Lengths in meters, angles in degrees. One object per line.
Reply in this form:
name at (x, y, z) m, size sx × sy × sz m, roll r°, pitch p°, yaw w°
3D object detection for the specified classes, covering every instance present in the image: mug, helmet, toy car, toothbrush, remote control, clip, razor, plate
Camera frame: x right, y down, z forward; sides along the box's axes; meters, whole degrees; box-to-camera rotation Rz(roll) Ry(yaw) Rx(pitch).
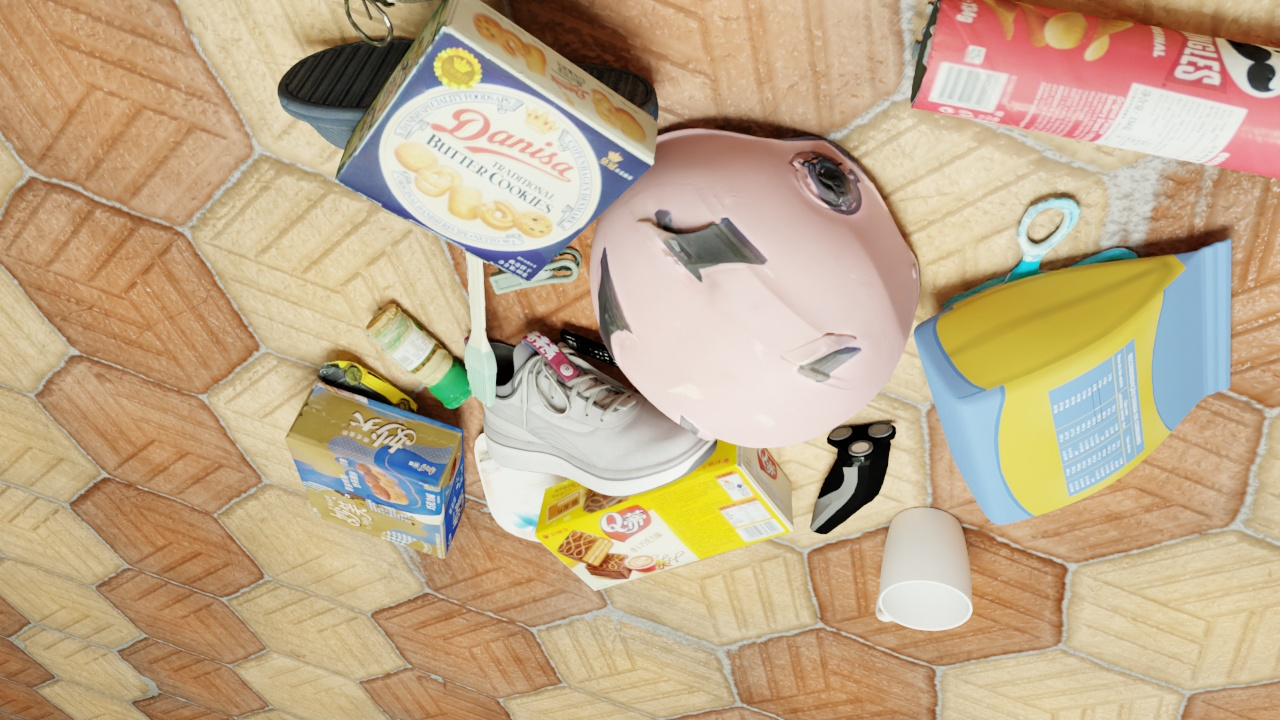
mug at (0.261, 0.203, 0.873) m, size 0.081 × 0.087 × 0.114 m, roll 26°, pitch 135°, yaw -9°
helmet at (0.067, -0.037, 0.664) m, size 0.255 × 0.152 × 0.231 m, roll 45°, pitch 134°, yaw -18°
toy car at (-0.271, 0.031, 0.915) m, size 0.049 × 0.030 × 0.107 m, roll -19°, pitch 134°, yaw 40°
toothbrush at (-0.086, 0.087, 0.898) m, size 0.182 × 0.015 × 0.018 m, roll -16°, pitch 121°, yaw 30°
remote control at (-0.005, 0.005, 0.796) m, size 0.140 × 0.009 × 0.030 m, roll 22°, pitch 162°, yaw 12°
clip at (-0.085, -0.080, 0.760) m, size 0.078 × 0.049 × 0.023 m, roll -14°, pitch 131°, yaw 8°
razor at (0.189, 0.115, 0.839) m, size 0.060 × 0.057 × 0.156 m, roll 36°, pitch 143°, yaw 29°
plate at (-0.077, 0.136, 0.967) m, size 0.187 × 0.016 × 0.187 m, roll 7°, pitch 134°, yaw 12°

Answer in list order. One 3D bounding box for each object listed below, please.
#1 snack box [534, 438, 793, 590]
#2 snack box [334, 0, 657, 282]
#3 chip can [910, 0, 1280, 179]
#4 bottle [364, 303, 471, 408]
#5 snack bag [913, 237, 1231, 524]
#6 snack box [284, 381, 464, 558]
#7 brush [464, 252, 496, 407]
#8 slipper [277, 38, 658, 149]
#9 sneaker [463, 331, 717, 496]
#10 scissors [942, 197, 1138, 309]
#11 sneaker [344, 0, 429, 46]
snack box at (0.021, 0.144, 0.888) m, size 0.231 × 0.061 × 0.110 m, roll -23°, pitch 126°, yaw 26°
snack box at (-0.090, -0.129, 0.564) m, size 0.144 × 0.042 × 0.145 m, roll 27°, pitch 137°, yaw -27°
chip can at (0.276, -0.157, 0.525) m, size 0.233 × 0.073 × 0.073 m, roll 13°, pitch 136°, yaw 6°
bottle at (-0.203, -0.004, 0.853) m, size 0.043 × 0.043 × 0.111 m, roll -26°, pitch 121°, yaw 36°
snack bag at (0.321, 0.011, 0.661) m, size 0.205 × 0.102 × 0.159 m, roll -24°, pitch 131°, yaw 10°
snack box at (-0.265, 0.119, 0.949) m, size 0.155 × 0.069 × 0.203 m, roll 18°, pitch 148°, yaw 1°
brush at (-0.136, -0.059, 0.757) m, size 0.033 × 0.012 × 0.218 m, roll 28°, pitch 128°, yaw 38°
slipper at (-0.119, -0.159, 0.633) m, size 0.264 × 0.101 × 0.083 m, roll 7°, pitch 134°, yaw 7°
sneaker at (-0.052, 0.036, 0.793) m, size 0.264 × 0.096 × 0.129 m, roll 7°, pitch 128°, yaw 40°
scissors at (0.290, -0.055, 0.665) m, size 0.114 × 0.013 × 0.141 m, roll 20°, pitch 135°, yaw -6°
sneaker at (-0.165, -0.242, 0.532) m, size 0.238 × 0.142 × 0.101 m, roll 1°, pitch 134°, yaw 17°
